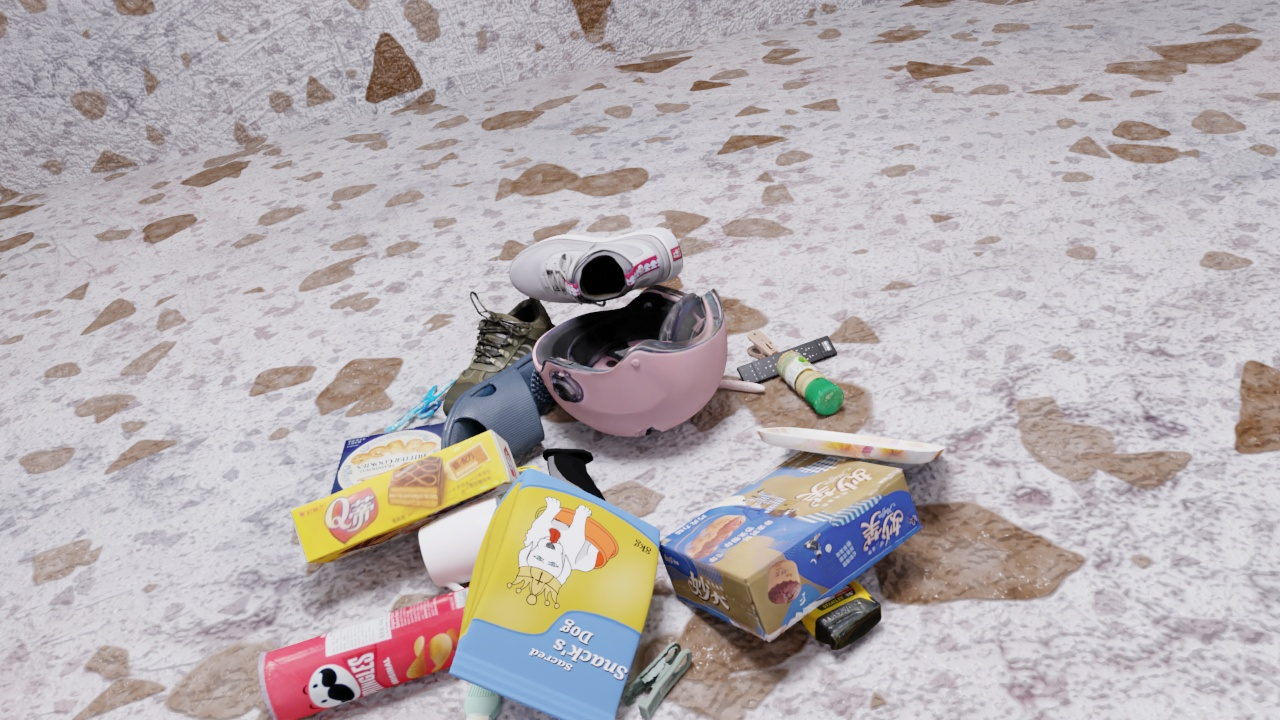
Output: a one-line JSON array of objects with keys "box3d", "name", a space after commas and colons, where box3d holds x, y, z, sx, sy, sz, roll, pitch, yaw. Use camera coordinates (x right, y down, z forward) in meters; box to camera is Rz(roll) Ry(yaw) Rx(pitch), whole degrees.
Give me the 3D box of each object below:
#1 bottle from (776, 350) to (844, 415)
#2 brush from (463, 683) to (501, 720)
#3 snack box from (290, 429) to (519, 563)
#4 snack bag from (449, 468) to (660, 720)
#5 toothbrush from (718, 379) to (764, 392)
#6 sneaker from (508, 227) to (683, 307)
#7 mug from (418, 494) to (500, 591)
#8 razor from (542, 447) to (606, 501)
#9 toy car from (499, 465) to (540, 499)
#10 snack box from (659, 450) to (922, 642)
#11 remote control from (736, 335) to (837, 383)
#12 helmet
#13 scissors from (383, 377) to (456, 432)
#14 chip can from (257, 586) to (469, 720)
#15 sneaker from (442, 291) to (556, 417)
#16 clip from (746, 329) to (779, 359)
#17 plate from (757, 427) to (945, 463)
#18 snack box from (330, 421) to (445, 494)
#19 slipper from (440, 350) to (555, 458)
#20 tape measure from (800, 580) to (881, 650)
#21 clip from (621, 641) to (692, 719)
[{"box3d": [0.216, 0.027, 1.173, 0.043, 0.043, 0.111, -19, 32, -13], "name": "bottle"}, {"box3d": [-0.150, 0.356, 0.790, 0.033, 0.012, 0.217, -5, 34, 8], "name": "brush"}, {"box3d": [-0.253, 0.152, 1.015, 0.230, 0.061, 0.110, -22, -11, -4], "name": "snack box"}, {"box3d": [-0.077, 0.223, 0.840, 0.159, 0.103, 0.204, 28, 40, -14], "name": "snack bag"}, {"box3d": [0.080, 0.030, 1.233, 0.181, 0.016, 0.018, 6, 42, 25], "name": "toothbrush"}, {"box3d": [-0.082, -0.111, 1.208, 0.264, 0.097, 0.128, -3, 19, 32], "name": "sneaker"}, {"box3d": [-0.179, 0.211, 0.978, 0.087, 0.081, 0.114, -19, 63, -4], "name": "mug"}, {"box3d": [-0.065, 0.156, 1.044, 0.060, 0.057, 0.156, -39, 41, 8], "name": "razor"}, {"box3d": [-0.169, 0.155, 1.096, 0.107, 0.030, 0.049, -17, 33, -7], "name": "toy car"}, {"box3d": [0.143, 0.171, 0.895, 0.202, 0.069, 0.155, -28, 15, -25], "name": "snack box"}, {"box3d": [0.198, 0.001, 1.238, 0.140, 0.009, 0.030, -19, 67, -14], "name": "remote control"}, {"box3d": [-0.007, 0.007, 1.164, 0.256, 0.153, 0.229, -2, 29, 30], "name": "helmet"}, {"box3d": [-0.291, 0.057, 1.276, 0.115, 0.013, 0.140, -15, 20, 42], "name": "scissors"}, {"box3d": [-0.238, 0.277, 0.883, 0.232, 0.073, 0.073, -16, 32, -10], "name": "chip can"}, {"box3d": [-0.192, -0.022, 1.274, 0.101, 0.143, 0.237, 9, 37, 27], "name": "sneaker"}, {"box3d": [0.169, -0.012, 1.273, 0.024, 0.040, 0.060, -27, 58, -23], "name": "clip"}, {"box3d": [0.231, 0.093, 1.001, 0.187, 0.016, 0.186, 6, 0, 24], "name": "plate"}, {"box3d": [-0.302, 0.142, 1.141, 0.144, 0.043, 0.144, -10, 31, -1], "name": "snack box"}, {"box3d": [-0.152, 0.060, 1.168, 0.083, 0.101, 0.262, -1, 27, 31], "name": "slipper"}, {"box3d": [0.182, 0.234, 0.858, 0.065, 0.037, 0.064, -26, 35, -26], "name": "tape measure"}, {"box3d": [0.022, 0.291, 0.831, 0.078, 0.023, 0.049, -30, 39, -25], "name": "clip"}]
